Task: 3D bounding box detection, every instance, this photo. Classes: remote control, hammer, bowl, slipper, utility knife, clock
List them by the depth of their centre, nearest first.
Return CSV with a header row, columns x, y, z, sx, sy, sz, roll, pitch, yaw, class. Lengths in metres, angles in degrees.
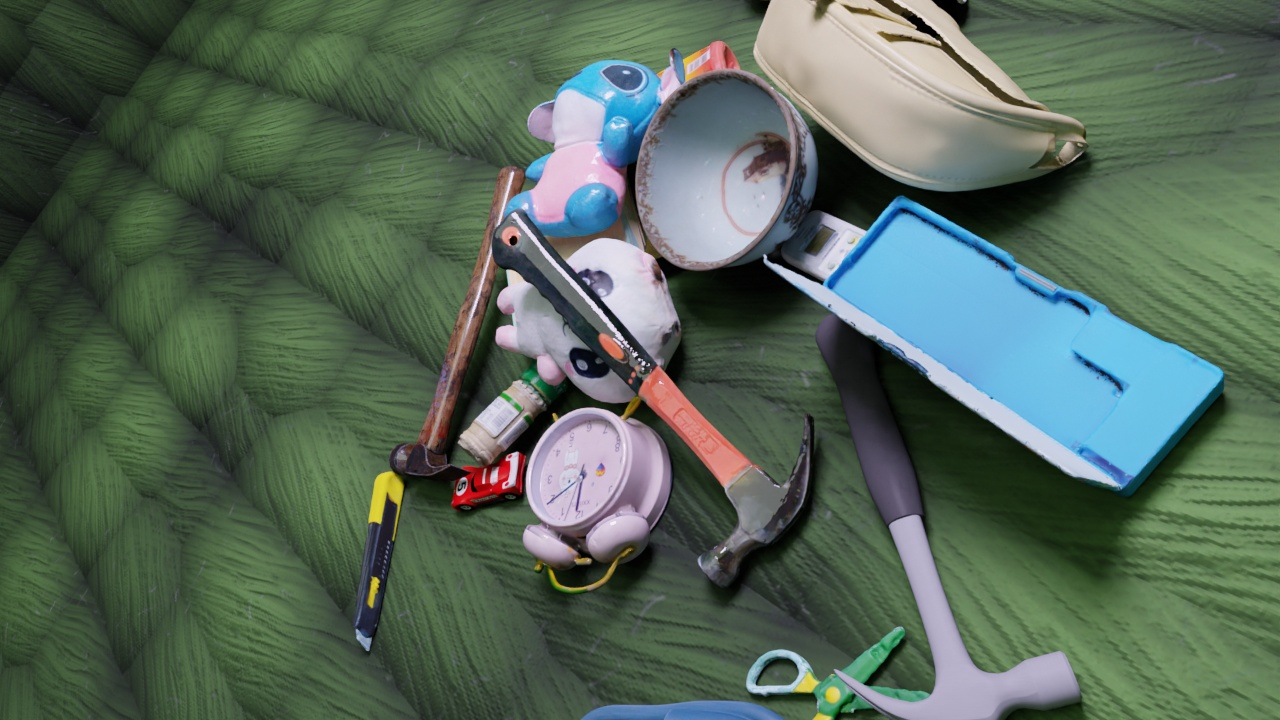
x,y,z,sx,sy,sz,roll,pitch,yaw,class
0.025,0.267,0.588,0.214,0.059,0.103,-8,64,41,slipper
0.165,0.089,0.607,0.125,0.029,0.310,-21,50,15,hammer
-0.004,0.004,0.701,0.133,0.033,0.333,-46,72,7,hammer
0.169,-0.076,0.717,0.050,0.022,0.133,-52,45,0,remote control
-0.039,0.111,0.740,0.117,0.058,0.157,-12,57,33,clock
0.084,-0.149,0.754,0.160,0.093,0.160,-2,88,43,bowl
-0.253,0.190,0.884,0.020,0.028,0.173,-21,54,35,utility knife
-0.165,-0.041,0.912,0.120,0.033,0.330,0,71,49,hammer

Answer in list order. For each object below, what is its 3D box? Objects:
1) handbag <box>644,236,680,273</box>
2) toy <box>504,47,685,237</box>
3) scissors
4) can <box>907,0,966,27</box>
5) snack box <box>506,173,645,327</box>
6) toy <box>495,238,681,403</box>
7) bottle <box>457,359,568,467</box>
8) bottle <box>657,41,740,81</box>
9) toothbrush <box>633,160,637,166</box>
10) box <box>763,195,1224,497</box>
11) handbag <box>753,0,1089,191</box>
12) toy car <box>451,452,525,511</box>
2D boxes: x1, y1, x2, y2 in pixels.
x,y,z,sx,sy,sz,roll,pitch,yaw,class
0.047,-0.163,0.872,0.084,0.027,0.177,-17,49,32,handbag
-0.037,-0.199,0.848,0.224,0.099,0.191,0,62,50,toy
0.120,0.207,0.588,0.131,0.012,0.112,-48,45,5,scissors
0.201,-0.319,0.801,0.146,0.080,0.080,-12,57,33,can
-0.069,-0.112,0.912,0.142,0.044,0.193,-30,49,20,snack box
-0.049,-0.035,0.794,0.180,0.101,0.139,3,96,25,toy
-0.116,0.048,0.836,0.109,0.043,0.043,-46,43,-15,bottle
0.034,-0.264,0.921,0.134,0.048,0.071,-20,52,28,bottle
0.008,-0.184,0.901,0.017,0.014,0.188,-30,37,0,toothbrush
0.209,-0.024,0.570,0.114,0.113,0.243,-50,52,2,box
0.201,-0.219,0.682,0.089,0.190,0.232,104,152,-43,handbag
-0.141,0.111,0.843,0.090,0.025,0.038,-17,54,30,toy car
